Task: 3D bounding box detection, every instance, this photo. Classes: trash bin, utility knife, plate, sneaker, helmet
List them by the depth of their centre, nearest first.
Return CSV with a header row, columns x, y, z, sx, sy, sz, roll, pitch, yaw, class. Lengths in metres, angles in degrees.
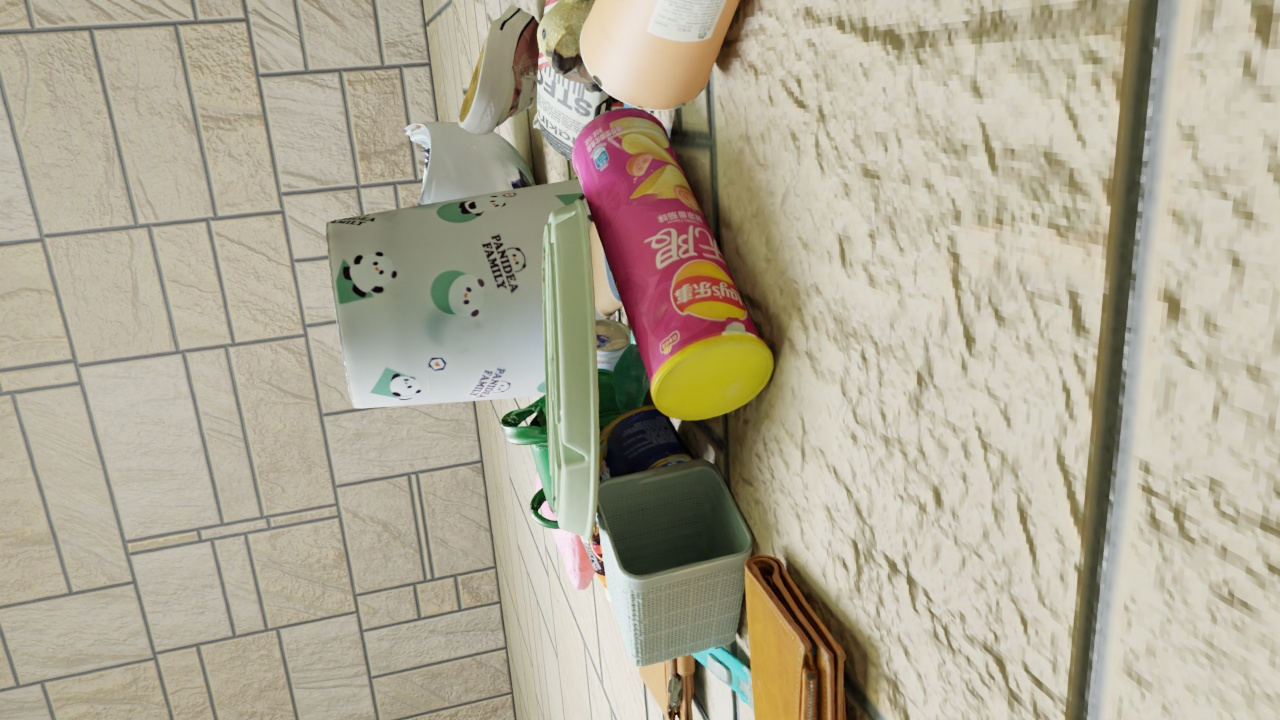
x,y,z,sx,sy,sz,roll,pitch,yaw,class
-0.050,0.007,0.625,0.230,0.027,0.230,178,91,-82,plate
0.048,0.216,0.679,0.158,0.013,0.029,-163,70,-63,utility knife
-0.169,-0.059,0.915,0.230,0.251,0.229,171,91,-75,trash bin
-0.117,-0.285,0.915,0.240,0.088,0.118,-85,21,-55,sneaker
-0.201,-0.186,1.176,0.228,0.146,0.259,-113,12,-48,helmet

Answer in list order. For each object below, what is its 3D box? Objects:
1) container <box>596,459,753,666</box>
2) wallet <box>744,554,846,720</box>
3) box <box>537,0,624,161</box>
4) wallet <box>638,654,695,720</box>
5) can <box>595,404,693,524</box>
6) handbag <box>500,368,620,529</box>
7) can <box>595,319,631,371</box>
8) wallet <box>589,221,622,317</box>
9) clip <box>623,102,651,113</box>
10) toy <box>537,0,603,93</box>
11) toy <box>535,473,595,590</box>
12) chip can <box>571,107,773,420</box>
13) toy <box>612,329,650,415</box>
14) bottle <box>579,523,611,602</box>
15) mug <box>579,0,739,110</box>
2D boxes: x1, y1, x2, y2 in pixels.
x,y,z,sx,sy,sz,roll,pitch,yaw,class
0.021,0.144,0.640,0.090,0.090,0.112,-115,18,-48,container
0.087,0.194,0.512,0.119,0.035,0.131,-134,36,-66,wallet
-0.029,-0.226,0.711,0.075,0.082,0.164,38,147,17,box
0.021,0.234,0.797,0.108,0.031,0.132,-149,55,-70,wallet
-0.002,0.094,0.714,0.049,0.074,0.148,60,157,28,can
-0.050,0.078,0.792,0.068,0.120,0.131,-115,12,-48,handbag
-0.034,0.031,0.842,0.053,0.053,0.135,-117,23,-50,can
-0.022,-0.087,0.777,0.115,0.033,0.090,155,109,-76,wallet
0.001,-0.200,0.649,0.058,0.038,0.026,95,162,-48,clip
-0.024,-0.247,0.559,0.105,0.066,0.157,4,-80,-63,toy
-0.065,0.144,0.986,0.178,0.075,0.195,-80,-21,-60,toy
0.013,-0.067,0.571,0.072,0.071,0.210,99,157,-50,chip can
-0.004,0.004,0.734,0.092,0.030,0.096,-40,-46,-84,toy
-0.025,0.181,0.894,0.067,0.066,0.149,-147,43,-71,bottle
0.019,-0.196,0.473,0.123,0.078,0.078,129,131,-65,mug
